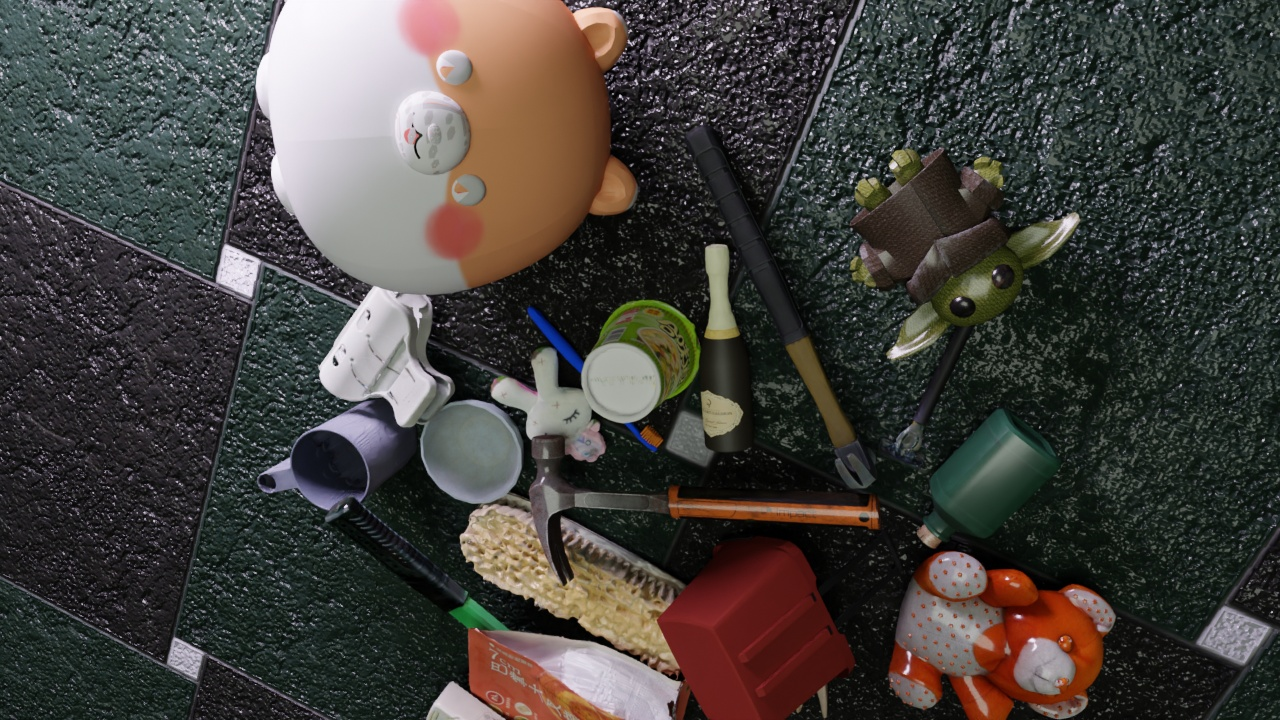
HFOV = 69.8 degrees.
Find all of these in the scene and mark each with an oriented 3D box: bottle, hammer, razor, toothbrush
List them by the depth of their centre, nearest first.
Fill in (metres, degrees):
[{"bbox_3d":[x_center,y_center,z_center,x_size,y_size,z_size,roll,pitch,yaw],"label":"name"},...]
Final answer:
[{"bbox_3d":[0.120,-0.043,0.772,0.025,0.117,0.333,-25,93,16],"label":"hammer"},{"bbox_3d":[0.289,0.110,0.788,0.061,0.061,0.131,37,111,-1],"label":"bottle"},{"bbox_3d":[0.253,0.029,0.795,0.043,0.022,0.144,22,110,6],"label":"razor"},{"bbox_3d":[0.051,0.140,0.817,0.315,0.035,0.138,0,94,17],"label":"hammer"},{"bbox_3d":[0.074,-0.011,0.818,0.045,0.045,0.185,-1,105,15],"label":"bottle"},{"bbox_3d":[-0.043,0.016,0.872,0.018,0.016,0.182,-41,93,16],"label":"toothbrush"},{"bbox_3d":[-0.182,0.242,0.909,0.130,0.032,0.319,-27,118,30],"label":"hammer"}]

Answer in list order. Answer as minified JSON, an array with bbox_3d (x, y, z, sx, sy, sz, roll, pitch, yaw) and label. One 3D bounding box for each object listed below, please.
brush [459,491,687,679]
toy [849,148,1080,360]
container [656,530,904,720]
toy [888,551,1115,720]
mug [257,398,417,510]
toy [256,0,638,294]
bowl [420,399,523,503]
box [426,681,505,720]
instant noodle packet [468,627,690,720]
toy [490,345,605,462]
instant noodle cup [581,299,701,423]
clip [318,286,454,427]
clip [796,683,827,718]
[{"bbox_3d":[-0.052,0.219,0.911,0.271,0.056,0.083,28,112,6],"label":"brush"},{"bbox_3d":[0.239,-0.095,0.733,0.180,0.078,0.153,-40,94,18],"label":"toy"},{"bbox_3d":[0.131,0.229,0.848,0.127,0.200,0.148,-15,104,55],"label":"container"},{"bbox_3d":[0.316,0.248,0.805,0.172,0.092,0.164,12,107,9],"label":"toy"},{"bbox_3d":[-0.299,0.094,0.913,0.124,0.103,0.084,-13,102,18],"label":"mug"},{"bbox_3d":[-0.146,-0.183,0.714,0.281,0.265,0.263,-4,107,0],"label":"toy"},{"bbox_3d":[-0.161,0.085,0.910,0.106,0.039,0.106,4,106,13],"label":"bowl"},{"bbox_3d":[-0.177,0.442,0.998,0.143,0.050,0.184,32,134,10],"label":"box"},{"bbox_3d":[-0.072,0.348,0.911,0.221,0.083,0.165,16,134,10],"label":"instant noodle packet"},{"bbox_3d":[-0.082,0.049,0.880,0.079,0.038,0.122,-41,95,14],"label":"toy"},{"bbox_3d":[-0.005,0.005,0.810,0.099,0.107,0.099,4,107,14],"label":"instant noodle cup"},{"bbox_3d":[-0.248,-0.004,0.872,0.126,0.095,0.152,-49,58,24],"label":"clip"},{"bbox_3d":[0.176,0.322,0.899,0.041,0.024,0.061,17,105,10],"label":"clip"}]
